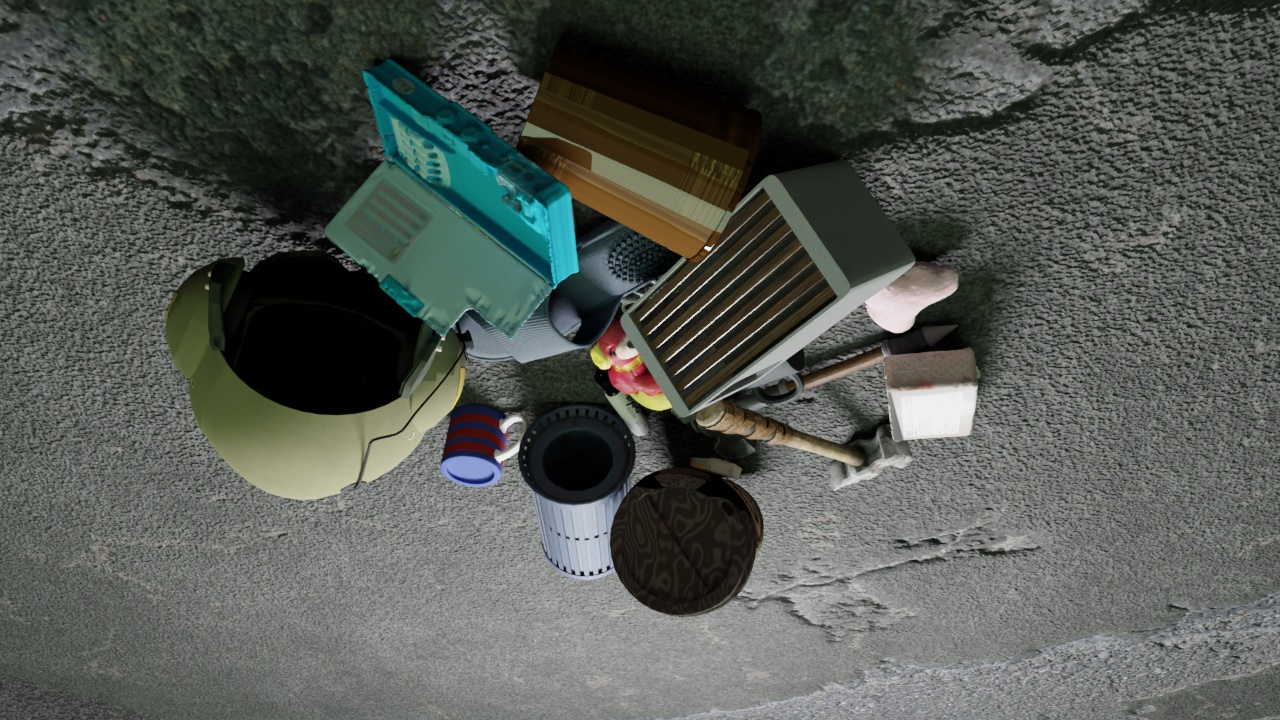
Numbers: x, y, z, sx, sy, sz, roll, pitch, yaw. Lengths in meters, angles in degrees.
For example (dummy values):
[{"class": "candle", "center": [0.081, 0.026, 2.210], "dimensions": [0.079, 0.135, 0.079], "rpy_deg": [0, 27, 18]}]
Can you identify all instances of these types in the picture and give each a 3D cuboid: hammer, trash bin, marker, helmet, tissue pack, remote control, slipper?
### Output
[{"class": "hammer", "center": [0.184, 0.093, 1.061], "dimensions": [0.318, 0.048, 0.122], "rpy_deg": [18, 141, -40]}, {"class": "trash bin", "center": [0.108, -0.061, 0.830], "dimensions": [0.114, 0.114, 0.230], "rpy_deg": [-22, 166, -45]}, {"class": "hammer", "center": [0.198, 0.020, 1.035], "dimensions": [0.323, 0.043, 0.156], "rpy_deg": [-23, 135, 28]}, {"class": "marker", "center": [-0.022, 0.049, 1.100], "dimensions": [0.025, 0.025, 0.126], "rpy_deg": [-12, 140, 20]}, {"class": "helmet", "center": [-0.288, -0.005, 0.834], "dimensions": [0.250, 0.255, 0.234], "rpy_deg": [16, 139, -15]}, {"class": "trash bin", "center": [-0.075, 0.181, 1.189], "dimensions": [0.139, 0.139, 0.250], "rpy_deg": [2, 144, 2]}, {"class": "tissue pack", "center": [0.324, 0.034, 1.013], "dimensions": [0.104, 0.071, 0.181], "rpy_deg": [-7, 154, 16]}, {"class": "remote control", "center": [0.094, 0.134, 1.160], "dimensions": [0.038, 0.018, 0.126], "rpy_deg": [18, 173, -9]}, {"class": "slipper", "center": [-0.062, -0.054, 0.877], "dimensions": [0.264, 0.082, 0.101], "rpy_deg": [-28, 134, 13]}]

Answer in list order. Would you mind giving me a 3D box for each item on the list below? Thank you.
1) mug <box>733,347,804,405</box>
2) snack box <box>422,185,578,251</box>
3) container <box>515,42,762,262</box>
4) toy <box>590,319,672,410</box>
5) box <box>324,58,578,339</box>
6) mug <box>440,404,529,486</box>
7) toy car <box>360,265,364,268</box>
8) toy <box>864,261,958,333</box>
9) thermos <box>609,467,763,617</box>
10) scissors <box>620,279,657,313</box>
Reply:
[{"class": "mug", "center": [0.132, 0.003, 0.978], "dimensions": [0.078, 0.071, 0.105], "rpy_deg": [-21, 116, 29]}, {"class": "snack box", "center": [-0.129, -0.140, 0.865], "dimensions": [0.133, 0.021, 0.089], "rpy_deg": [1, 143, 5]}, {"class": "container", "center": [-0.008, -0.171, 0.735], "dimensions": [0.167, 0.131, 0.132], "rpy_deg": [21, 140, -12]}, {"class": "toy", "center": [-0.006, 0.006, 1.014], "dimensions": [0.106, 0.067, 0.137], "rpy_deg": [9, 149, 39]}, {"class": "box", "center": [-0.151, -0.121, 0.744], "dimensions": [0.083, 0.227, 0.173], "rpy_deg": [-15, 136, -51]}, {"class": "mug", "center": [-0.190, 0.104, 1.145], "dimensions": [0.112, 0.076, 0.075], "rpy_deg": [-13, 140, 21]}, {"class": "toy car", "center": [-0.250, -0.074, 0.948], "dimensions": [0.048, 0.033, 0.105], "rpy_deg": [-9, 126, 10]}, {"class": "toy", "center": [0.247, -0.069, 0.898], "dimensions": [0.096, 0.052, 0.099], "rpy_deg": [19, 142, -16]}, {"class": "thermos", "center": [0.073, 0.217, 1.146], "dimensions": [0.173, 0.172, 0.226], "rpy_deg": [-9, 173, 16]}, {"class": "scissors", "center": [-0.048, -0.073, 0.945], "dimensions": [0.171, 0.014, 0.090], "rpy_deg": [5, 141, -13]}]
